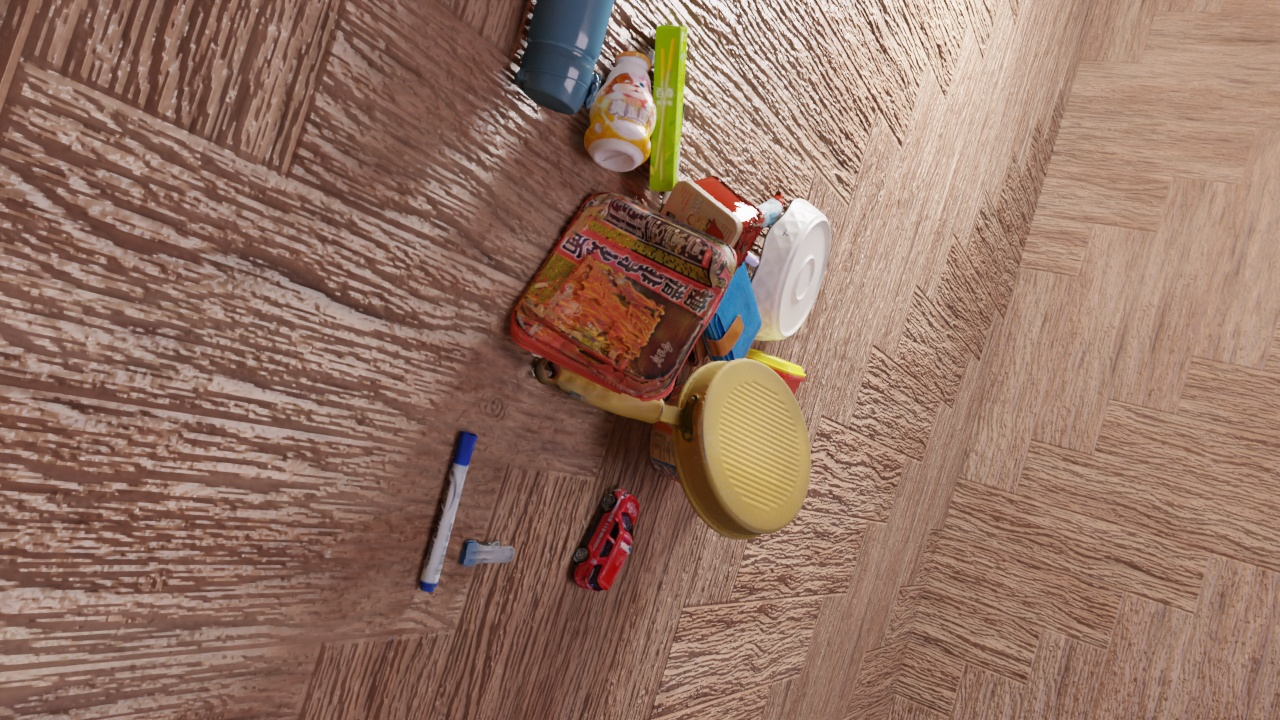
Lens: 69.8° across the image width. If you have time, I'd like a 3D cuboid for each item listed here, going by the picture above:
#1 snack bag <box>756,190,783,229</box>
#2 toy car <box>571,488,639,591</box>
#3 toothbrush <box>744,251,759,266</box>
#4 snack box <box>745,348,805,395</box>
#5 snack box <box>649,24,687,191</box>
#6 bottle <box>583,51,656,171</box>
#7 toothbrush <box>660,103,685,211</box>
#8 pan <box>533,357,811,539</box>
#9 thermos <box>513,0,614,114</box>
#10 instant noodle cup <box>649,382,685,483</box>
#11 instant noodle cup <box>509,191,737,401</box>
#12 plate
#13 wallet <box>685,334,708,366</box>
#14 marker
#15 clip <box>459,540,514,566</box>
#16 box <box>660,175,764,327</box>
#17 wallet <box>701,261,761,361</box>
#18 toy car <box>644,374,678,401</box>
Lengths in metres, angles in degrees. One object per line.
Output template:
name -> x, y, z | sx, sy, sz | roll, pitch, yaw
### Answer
snack bag -> 0.159, -0.188, 1.196 | 0.105, 0.026, 0.045 | -33, 144, -48
toy car -> -0.035, 0.206, 1.047 | 0.120, 0.045, 0.053 | -66, 150, -18
toothbrush -> 0.092, -0.151, 1.085 | 0.189, 0.021, 0.029 | 27, 57, -50
snack box -> 0.165, 0.032, 1.249 | 0.082, 0.091, 0.080 | 10, 102, -59
snack box -> 0.028, -0.254, 0.922 | 0.085, 0.026, 0.156 | -73, 167, -68
bottle -> -0.016, -0.235, 0.859 | 0.063, 0.063, 0.108 | 38, 56, -57
toothbrush -> 0.033, -0.186, 1.001 | 0.012, 0.017, 0.186 | -9, 111, -54
pan -> 0.047, 0.067, 0.964 | 0.357, 0.078, 0.197 | 29, 59, -37
thermos -> -0.047, -0.319, 0.765 | 0.070, 0.070, 0.220 | 12, 93, -59
instant noodle cup -> 0.088, 0.098, 1.129 | 0.151, 0.111, 0.151 | -31, 129, -49
instant noodle cup -> -0.015, -0.053, 0.870 | 0.188, 0.164, 0.079 | -59, 169, -23
plate -> 0.208, -0.118, 1.265 | 0.204, 0.045, 0.205 | -47, 148, -42
wallet -> 0.092, -0.069, 1.141 | 0.131, 0.031, 0.108 | -44, 139, -43
marker -> -0.172, 0.135, 0.818 | 0.017, 0.017, 0.146 | 14, 92, -59
clip -> -0.147, 0.185, 0.878 | 0.056, 0.028, 0.024 | 14, 90, -49
box -> 0.056, -0.101, 0.953 | 0.078, 0.091, 0.169 | -24, 150, -50
wallet -> 0.108, -0.054, 1.107 | 0.106, 0.040, 0.133 | -58, 144, -28
toy car -> -0.006, 0.006, 1.005 | 0.155, 0.041, 0.071 | 29, 78, -57
